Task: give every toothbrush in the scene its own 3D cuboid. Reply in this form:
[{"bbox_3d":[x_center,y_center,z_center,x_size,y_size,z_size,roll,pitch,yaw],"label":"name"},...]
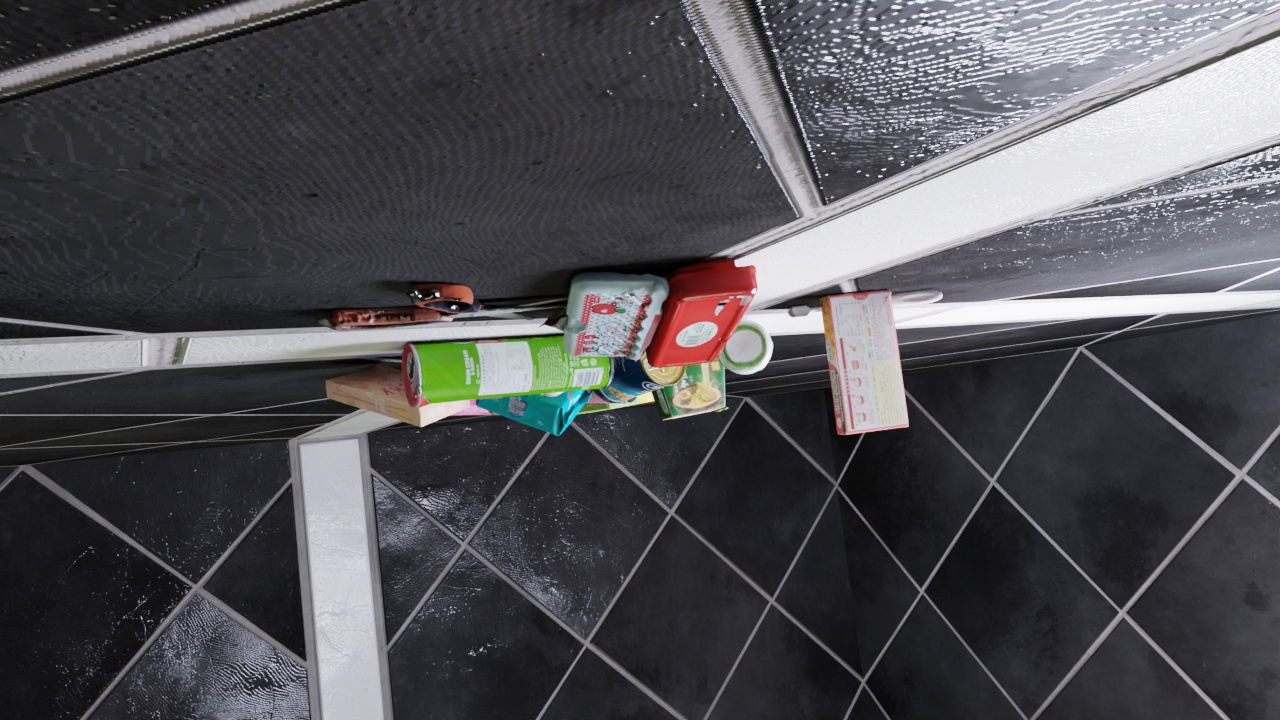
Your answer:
[{"bbox_3d":[0.263,-0.066,1.079,0.180,0.016,0.016,-7,-177,4],"label":"toothbrush"}]

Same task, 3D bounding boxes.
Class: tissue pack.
[{"bbox_3d":[-0.132,0.039,1.137,0.133,0.050,0.093,20,-153,6],"label":"tissue pack"}]

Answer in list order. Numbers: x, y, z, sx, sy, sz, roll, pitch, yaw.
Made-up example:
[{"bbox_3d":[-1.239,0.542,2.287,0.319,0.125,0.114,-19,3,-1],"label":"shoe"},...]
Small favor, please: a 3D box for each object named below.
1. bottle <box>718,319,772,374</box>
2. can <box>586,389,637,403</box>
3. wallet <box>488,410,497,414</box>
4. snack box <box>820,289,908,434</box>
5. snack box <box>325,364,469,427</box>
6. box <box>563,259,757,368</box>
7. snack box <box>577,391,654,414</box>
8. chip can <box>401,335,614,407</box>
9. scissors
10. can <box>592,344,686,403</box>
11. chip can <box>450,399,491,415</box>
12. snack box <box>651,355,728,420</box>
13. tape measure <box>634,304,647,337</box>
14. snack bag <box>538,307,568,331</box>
[{"bbox_3d":[0.142,-0.015,1.216,0.068,0.068,0.197,-8,177,9],"label":"bottle"},{"bbox_3d":[-0.055,0.027,1.288,0.094,0.066,0.066,-1,178,29],"label":"can"},{"bbox_3d":[-0.167,0.030,1.226,0.124,0.032,0.101,-1,-144,-38],"label":"wallet"},{"bbox_3d":[0.251,0.002,1.029,0.077,0.155,0.027,-6,177,-11],"label":"snack box"},{"bbox_3d":[-0.290,0.039,1.098,0.157,0.026,0.084,12,-160,30],"label":"snack box"},{"bbox_3d":[0.011,-0.035,0.820,0.158,0.039,0.201,-6,164,-8],"label":"box"},{"bbox_3d":[-0.057,0.045,1.509,0.158,0.070,0.209,-10,179,35],"label":"snack box"},{"bbox_3d":[-0.150,0.009,1.060,0.235,0.072,0.072,-4,174,-26],"label":"chip can"},{"bbox_3d":[-0.163,-0.043,0.794,0.189,0.015,0.225,-8,174,16],"label":"scissors"},{"bbox_3d":[-0.007,0.007,1.139,0.075,0.075,0.111,-2,168,-40],"label":"can"},{"bbox_3d":[-0.257,0.045,1.321,0.072,0.071,0.210,-9,173,27],"label":"chip can"},{"bbox_3d":[0.061,0.026,1.285,0.117,0.105,0.118,-10,174,-9],"label":"snack box"},{"bbox_3d":[0.020,-0.041,0.944,0.066,0.033,0.066,-12,175,29],"label":"tape measure"},{"bbox_3d":[-0.055,-0.040,0.901,0.048,0.026,0.104,-18,169,28],"label":"snack bag"}]
